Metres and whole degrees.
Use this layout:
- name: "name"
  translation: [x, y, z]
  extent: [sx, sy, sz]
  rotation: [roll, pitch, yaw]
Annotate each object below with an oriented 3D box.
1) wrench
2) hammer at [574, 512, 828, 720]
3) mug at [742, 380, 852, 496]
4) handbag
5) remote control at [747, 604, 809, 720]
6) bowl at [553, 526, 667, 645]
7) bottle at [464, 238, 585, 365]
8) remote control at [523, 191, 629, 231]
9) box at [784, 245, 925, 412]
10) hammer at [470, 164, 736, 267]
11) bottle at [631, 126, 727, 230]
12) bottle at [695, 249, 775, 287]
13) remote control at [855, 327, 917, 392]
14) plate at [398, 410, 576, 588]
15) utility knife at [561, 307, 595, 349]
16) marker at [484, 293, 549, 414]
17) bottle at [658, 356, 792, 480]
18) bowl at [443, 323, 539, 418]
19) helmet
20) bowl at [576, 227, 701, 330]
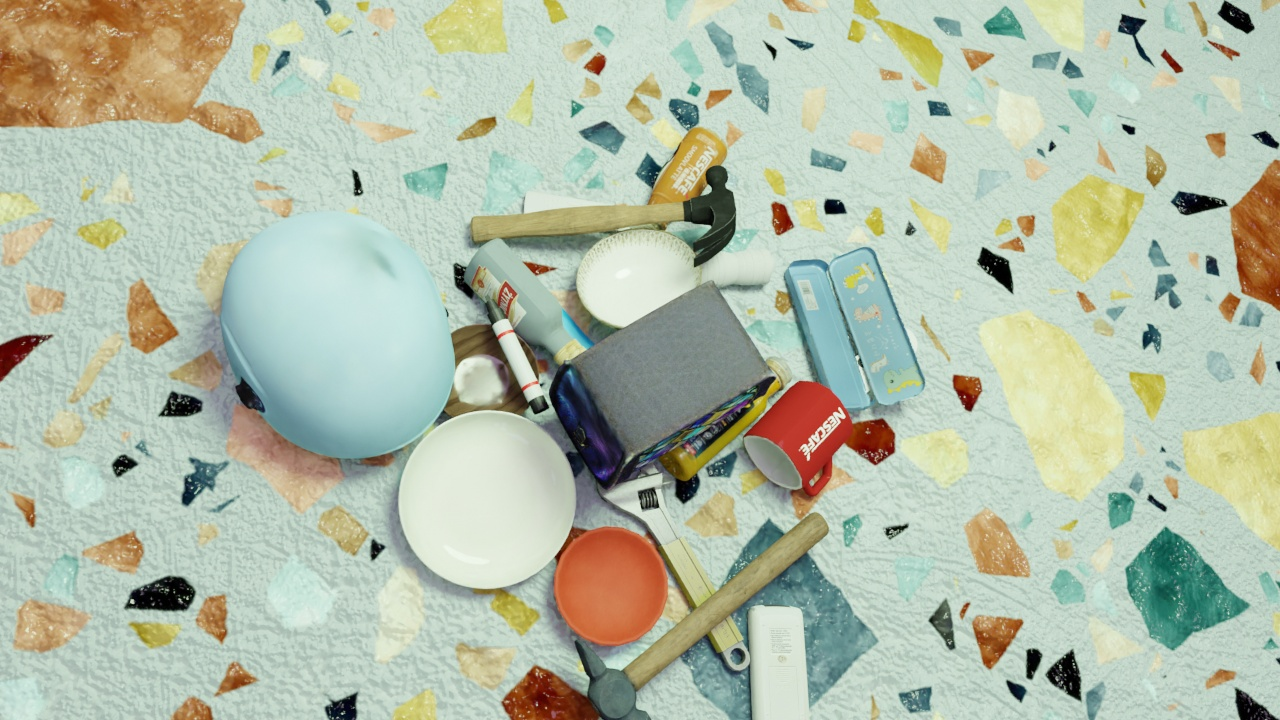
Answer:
- name: "wrench"
  translation: [0.039, 0.217, 1.007]
  extent: [0.083, 0.018, 0.273]
  rotation: [-26, 80, -21]
- name: "hammer"
  translation: [0.079, 0.260, 0.962]
  extent: [0.321, 0.040, 0.129]
  rotation: [-34, 98, -22]
- name: "mug"
  translation: [0.189, 0.098, 1.060]
  extent: [0.096, 0.081, 0.116]
  rotation: [-43, 115, -23]
- name: "handbag"
  translation: [0.022, 0.029, 0.957]
  extent: [0.204, 0.222, 0.125]
  rotation: [-30, 81, -11]
- name: "remote control"
  translation: [0.149, 0.335, 0.991]
  extent: [0.060, 0.025, 0.138]
  rotation: [5, 68, -13]
- name: "bowl"
  translation: [-0.034, 0.239, 0.971]
  extent: [0.122, 0.035, 0.121]
  rotation: [5, 70, -13]
- name: "bottle"
  translation: [-0.126, -0.057, 1.029]
  extent: [0.161, 0.072, 0.046]
  rotation: [47, 50, 4]
- name: "remote control"
  translation: [-0.077, -0.179, 1.117]
  extent: [0.131, 0.012, 0.033]
  rotation: [7, 72, -12]
- name: "box"
  translation: [0.262, -0.038, 1.135]
  extent: [0.126, 0.039, 0.209]
  rotation: [-12, 68, -6]
- name: "hammer"
  translation: [-0.043, -0.161, 1.062]
  extent: [0.305, 0.040, 0.132]
  rotation: [-5, 52, 1]
- name: "bottle"
  translation: [0.043, -0.212, 1.136]
  extent: [0.059, 0.059, 0.167]
  rotation: [35, 75, -1]
- name: "bottle"
  translation: [0.095, -0.112, 1.122]
  extent: [0.136, 0.044, 0.044]
  rotation: [-5, 73, -16]
- name: "remote control"
  translation: [0.296, 0.003, 1.152]
  extent: [0.136, 0.013, 0.043]
  rotation: [-34, 83, -22]
- name: "plate"
  translation: [-0.160, 0.145, 0.960]
  extent: [0.182, 0.034, 0.182]
  rotation: [2, 81, -14]
- name: "utility knife"
  translation: [-0.102, -0.058, 1.066]
  extent: [0.031, 0.015, 0.198]
  rotation: [-38, 88, -27]
- name: "marker"
  translation: [-0.138, -0.010, 1.001]
  extent: [0.019, 0.019, 0.145]
  rotation: [-23, 78, -21]
- name: "bottle"
  translation: [0.101, 0.062, 1.058]
  extent: [0.185, 0.053, 0.053]
  rotation: [-38, 84, -23]
- name: "bowl"
  translation: [-0.173, 0.020, 1.011]
  extent: [0.119, 0.032, 0.119]
  rotation: [5, 70, -13]
- name: "helmet"
  translation: [-0.305, -0.036, 0.919]
  extent: [0.225, 0.167, 0.265]
  rotation: [-30, 75, -22]
- name: "bowl"
  translation: [-0.001, -0.079, 1.063]
  extent: [0.145, 0.063, 0.145]
  rotation: [-1, 56, 2]
